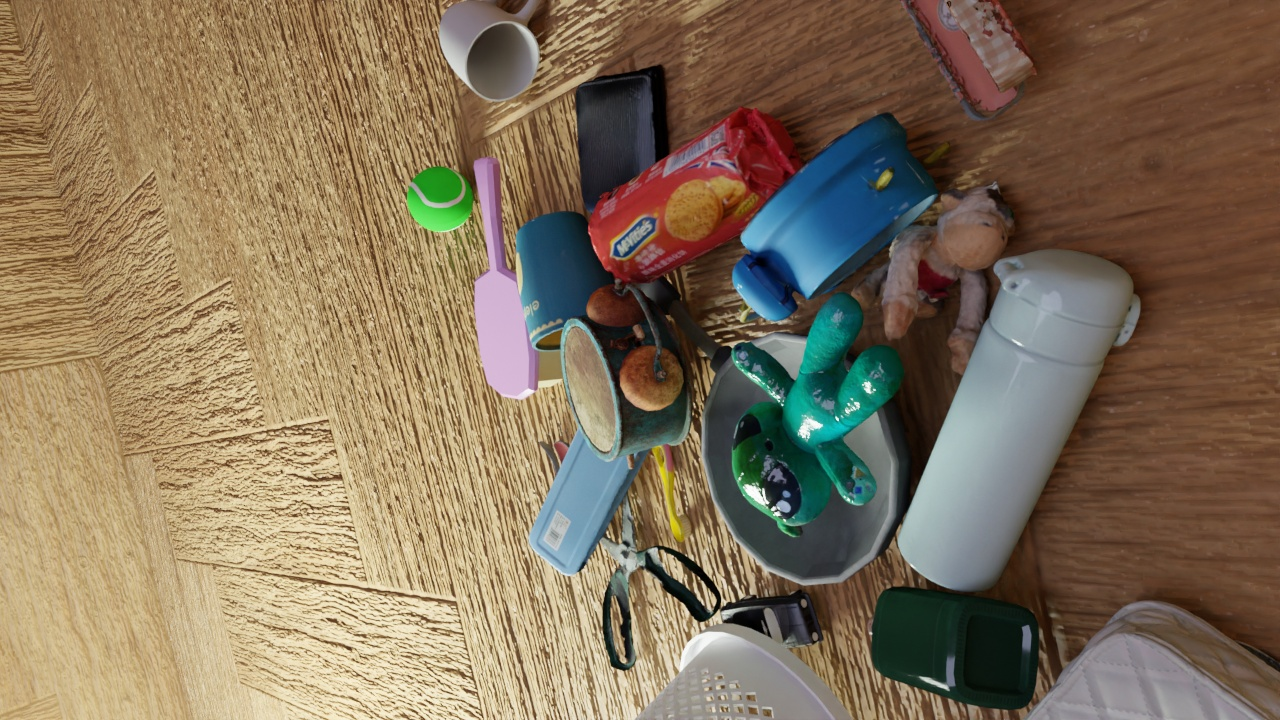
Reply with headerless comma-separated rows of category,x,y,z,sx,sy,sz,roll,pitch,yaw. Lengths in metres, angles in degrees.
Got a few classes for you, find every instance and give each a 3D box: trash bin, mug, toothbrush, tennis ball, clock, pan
trash bin,0.038,0.335,0.680,0.195,0.199,0.196,30,133,38
mug,-0.131,-0.298,0.819,0.107,0.071,0.089,-51,51,11
toothbrush,0.020,0.090,0.796,0.021,0.016,0.135,-21,83,50
mug,-0.068,-0.067,0.806,0.112,0.084,0.104,124,131,-73
tennis ball,-0.202,-0.163,0.925,0.065,0.065,0.065,16,112,44
clock,-0.004,0.004,0.697,0.158,0.073,0.121,110,140,-56
pan,0.071,0.008,0.699,0.357,0.041,0.179,51,132,32
clock,0.115,-0.081,0.572,0.060,0.116,0.162,50,135,9

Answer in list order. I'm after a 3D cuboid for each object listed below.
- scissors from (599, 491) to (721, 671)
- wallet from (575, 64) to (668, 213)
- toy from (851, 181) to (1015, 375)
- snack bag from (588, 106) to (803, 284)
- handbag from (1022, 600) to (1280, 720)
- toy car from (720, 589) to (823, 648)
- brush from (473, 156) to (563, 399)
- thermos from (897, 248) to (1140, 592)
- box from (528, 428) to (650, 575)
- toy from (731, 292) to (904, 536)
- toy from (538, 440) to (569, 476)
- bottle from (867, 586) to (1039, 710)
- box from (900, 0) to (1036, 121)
scissors,0.007,0.217,0.832,0.202,0.015,0.202,20,117,53
wallet,-0.015,-0.177,0.748,0.089,0.026,0.115,7,106,45
toy,0.186,-0.055,0.542,0.106,0.085,0.074,-59,23,15
snack bag,0.038,-0.117,0.663,0.177,0.082,0.082,-24,83,40
handbag,0.283,0.232,0.509,0.139,0.072,0.195,38,126,24
toy car,0.100,0.207,0.724,0.093,0.037,0.040,-23,84,48
brush,-0.123,-0.079,0.879,0.089,0.043,0.229,6,105,46
thermos,0.213,0.036,0.531,0.078,0.065,0.207,14,117,3
box,-0.043,0.113,0.836,0.066,0.037,0.210,38,126,18
toy,0.107,0.043,0.579,0.130,0.072,0.194,58,145,29
toy,-0.073,0.131,0.896,0.049,0.030,0.111,-7,95,53
bottle,0.187,0.178,0.587,0.131,0.061,0.061,149,131,-72
box,0.165,-0.226,0.524,0.048,0.085,0.187,-28,76,14
